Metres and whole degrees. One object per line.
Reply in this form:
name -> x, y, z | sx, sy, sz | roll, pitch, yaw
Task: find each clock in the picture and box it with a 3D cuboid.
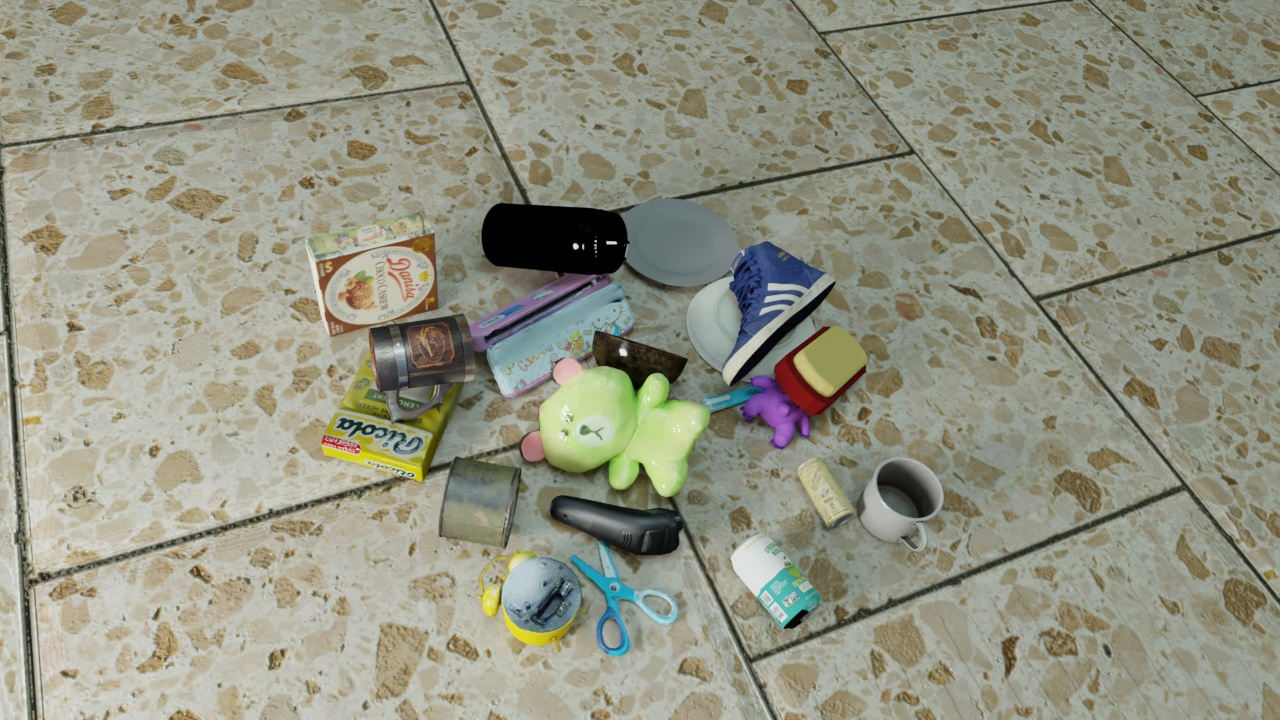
clock -> -0.115, 0.247, 0.964 | 0.119, 0.057, 0.083 | 32, 56, 13

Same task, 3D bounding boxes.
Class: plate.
plate -> 0.053, -0.169, 1.322 | 0.178, 0.012, 0.178 | 4, 51, -5
plate -> 0.154, -0.052, 1.246 | 0.182, 0.034, 0.182 | 5, 53, -7

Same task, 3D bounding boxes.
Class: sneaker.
sneaker -> 0.142, -0.077, 1.181 | 0.118, 0.092, 0.232 | 41, 57, 14

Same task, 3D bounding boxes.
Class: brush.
brush -> 0.237, 0.006, 1.172 | 0.082, 0.042, 0.173 | 49, 37, 8

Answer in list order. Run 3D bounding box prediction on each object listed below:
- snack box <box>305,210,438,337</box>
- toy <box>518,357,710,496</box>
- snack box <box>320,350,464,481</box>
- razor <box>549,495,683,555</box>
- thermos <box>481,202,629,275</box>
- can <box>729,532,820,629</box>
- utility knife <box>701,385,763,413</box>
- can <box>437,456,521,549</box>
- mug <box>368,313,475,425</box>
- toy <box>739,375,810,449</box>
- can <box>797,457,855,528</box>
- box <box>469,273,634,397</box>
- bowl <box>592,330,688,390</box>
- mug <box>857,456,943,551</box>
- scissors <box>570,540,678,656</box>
snack box -> -0.324, -0.105, 1.129 | 0.146, 0.143, 0.041 | -18, 58, -22
toy -> -0.025, 0.076, 1.076 | 0.197, 0.150, 0.107 | 22, 11, 9
snack box -> -0.283, 0.046, 1.088 | 0.121, 0.045, 0.180 | 16, 53, 1
razor -> -0.027, 0.180, 1.042 | 0.151, 0.054, 0.067 | 13, 24, 9
thermos -> -0.102, -0.158, 1.194 | 0.199, 0.086, 0.085 | 8, 48, 29
can -> 0.149, 0.244, 1.016 | 0.054, 0.055, 0.101 | -29, 64, -27
utility knife -> 0.155, 0.040, 1.190 | 0.166, 0.015, 0.022 | -14, 58, -17
can -> -0.175, 0.155, 1.000 | 0.074, 0.090, 0.089 | 10, 53, -3
mug -> -0.249, 0.009, 1.056 | 0.107, 0.080, 0.115 | -9, 82, -20
toy -> 0.182, 0.053, 1.160 | 0.106, 0.056, 0.087 | 45, 46, -3
can -> 0.222, 0.158, 1.102 | 0.038, 0.038, 0.079 | -14, 58, -20
box -> -0.119, -0.039, 1.191 | 0.213, 0.091, 0.090 | -31, 22, -28
bowl -> -0.007, 0.007, 1.140 | 0.121, 0.121, 0.056 | 17, 92, 2
mug -> 0.309, 0.178, 1.083 | 0.084, 0.071, 0.113 | 0, 54, -11
scissors -> -0.033, 0.260, 0.998 | 0.140, 0.013, 0.117 | 35, 54, 12
